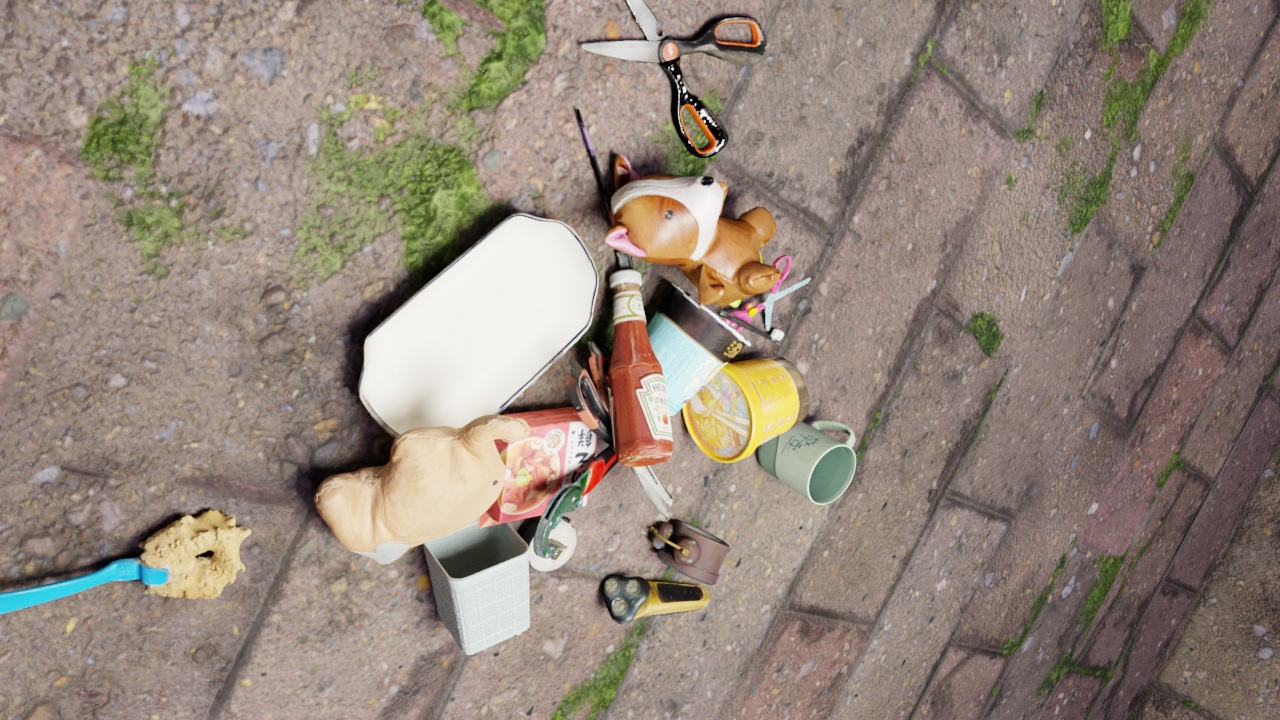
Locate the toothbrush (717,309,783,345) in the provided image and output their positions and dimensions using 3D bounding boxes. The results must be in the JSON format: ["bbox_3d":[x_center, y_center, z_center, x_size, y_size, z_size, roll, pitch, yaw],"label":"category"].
[{"bbox_3d":[0.131,-0.041,1.078,0.018,0.015,0.181,-58,151,10],"label":"toothbrush"}]

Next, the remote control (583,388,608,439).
[{"bbox_3d":[-0.075,0.082,1.016,0.124,0.024,0.049,-37,126,-18],"label":"remote control"}]

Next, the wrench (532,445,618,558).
[{"bbox_3d":[-0.038,0.114,0.980,0.272,0.016,0.056,-46,144,-50],"label":"wrench"}]

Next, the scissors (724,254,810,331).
[{"bbox_3d":[0.152,-0.075,1.090,0.133,0.017,0.135,-27,146,-22],"label":"scissors"}]

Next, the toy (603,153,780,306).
[{"bbox_3d":[0.053,-0.134,0.943,0.199,0.139,0.131,22,135,-21],"label":"toy"}]

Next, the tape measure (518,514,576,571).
[{"bbox_3d":[-0.106,0.204,1.040,0.066,0.033,0.066,34,89,-39],"label":"tape measure"}]

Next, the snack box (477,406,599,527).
[{"bbox_3d":[-0.106,0.118,0.958,0.113,0.044,0.127,-6,112,-40],"label":"snack box"}]

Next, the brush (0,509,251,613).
[{"bbox_3d":[-0.457,0.183,0.768,0.254,0.046,0.083,-7,117,-39],"label":"brush"}]

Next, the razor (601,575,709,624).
[{"bbox_3d":[0.026,0.300,1.164,0.167,0.062,0.068,13,131,-43],"label":"razor"}]

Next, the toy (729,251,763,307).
[{"bbox_3d":[0.108,-0.114,1.058,0.100,0.031,0.097,19,101,-35],"label":"toy"}]

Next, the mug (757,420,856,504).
[{"bbox_3d":[0.221,0.117,1.187,0.111,0.106,0.082,-40,126,-15],"label":"mug"}]

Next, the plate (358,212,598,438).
[{"bbox_3d":[-0.158,-0.032,0.901,0.265,0.034,0.162,-44,129,-12],"label":"plate"}]

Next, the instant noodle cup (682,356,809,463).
[{"bbox_3d":[0.129,0.050,1.094,0.114,0.118,0.119,-16,118,-38],"label":"instant noodle cup"}]

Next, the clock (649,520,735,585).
[{"bbox_3d":[0.059,0.235,1.140,0.122,0.082,0.055,28,87,-41],"label":"clock"}]

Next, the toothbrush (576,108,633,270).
[{"bbox_3d":[-0.038,-0.168,0.943,0.016,0.014,0.189,-25,123,-10],"label":"toothbrush"}]

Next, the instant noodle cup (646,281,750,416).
[{"bbox_3d":[0.042,-0.006,1.017,0.111,0.111,0.120,35,95,-40],"label":"instant noodle cup"}]

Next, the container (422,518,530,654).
[{"bbox_3d":[-0.171,0.238,0.976,0.090,0.090,0.112,-17,122,-29],"label":"container"}]

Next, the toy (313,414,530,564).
[{"bbox_3d":[-0.192,0.113,0.872,0.226,0.082,0.143,-30,148,10],"label":"toy"}]

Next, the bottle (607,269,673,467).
[{"bbox_3d":[-0.006,0.006,0.954,0.059,0.060,0.206,7,70,-37],"label":"bottle"}]

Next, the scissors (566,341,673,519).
[{"bbox_3d":[-0.015,0.076,0.986,0.204,0.015,0.198,25,54,-57],"label":"scissors"}]

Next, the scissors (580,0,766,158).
[{"bbox_3d":[0.044,-0.302,0.938,0.220,0.022,0.228,-27,124,-24],"label":"scissors"}]
